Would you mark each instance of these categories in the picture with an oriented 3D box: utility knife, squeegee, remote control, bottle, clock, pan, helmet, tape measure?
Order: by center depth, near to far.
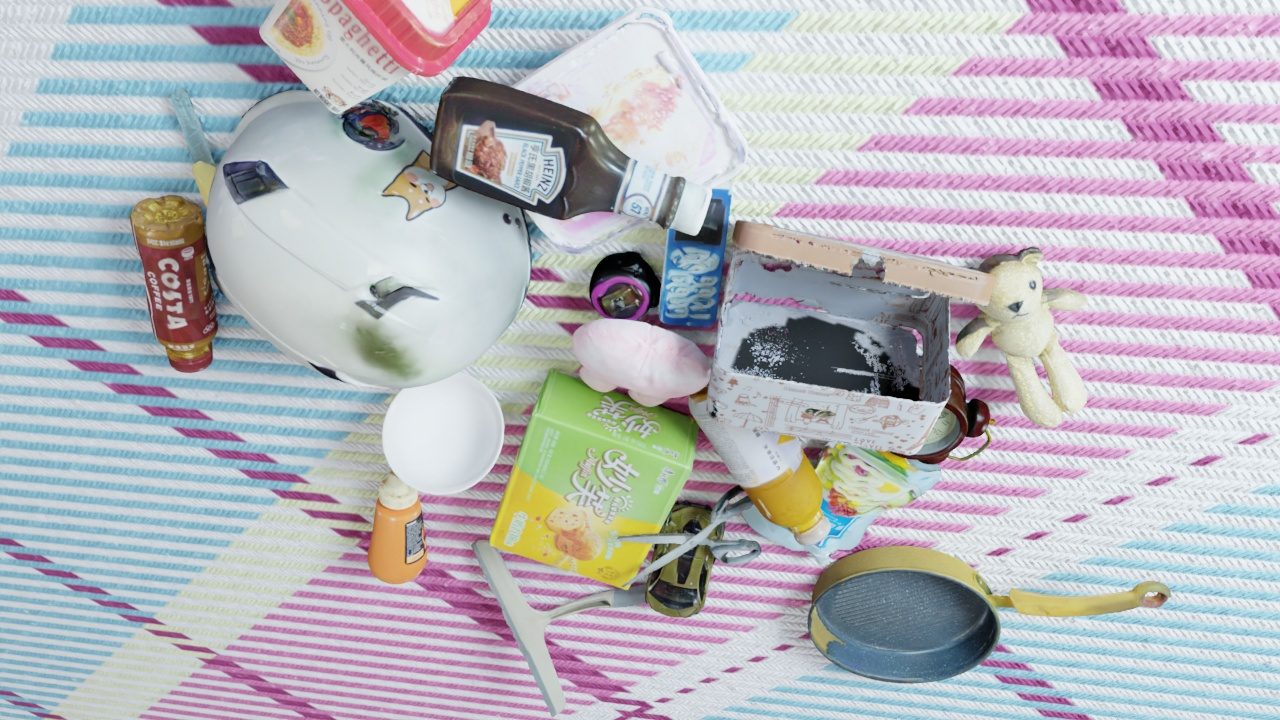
[{"bbox_3d":[-0.047,-0.135,0.644,0.195,0.043,0.080,18,131,-5],"label":"bottle"},{"bbox_3d":[-0.232,-0.075,0.734,0.274,0.156,0.231,30,128,-13],"label":"helmet"},{"bbox_3d":[0.043,-0.087,0.740,0.049,0.024,0.125,3,119,-4],"label":"remote control"},{"bbox_3d":[-0.015,-0.060,0.776,0.058,0.039,0.057,-21,122,26],"label":"tape measure"},{"bbox_3d":[0.252,0.049,0.800,0.122,0.055,0.082,33,127,-17],"label":"clock"},{"bbox_3d":[-0.367,-0.135,0.802,0.031,0.022,0.217,3,136,8],"label":"utility knife"},{"bbox_3d":[0.115,0.090,0.839,0.068,0.067,0.189,-24,112,27],"label":"bottle"},{"bbox_3d":[-0.425,-0.065,0.846,0.057,0.057,0.175,14,130,0],"label":"bottle"},{"bbox_3d":[0.341,0.256,0.936,0.358,0.078,0.198,-26,120,29],"label":"pan"},{"bbox_3d":[-0.268,0.179,1.014,0.067,0.066,0.150,12,123,2],"label":"bottle"},{"bbox_3d":[-0.036,0.279,1.060,0.247,0.039,0.246,-18,105,16],"label":"squeegee"}]

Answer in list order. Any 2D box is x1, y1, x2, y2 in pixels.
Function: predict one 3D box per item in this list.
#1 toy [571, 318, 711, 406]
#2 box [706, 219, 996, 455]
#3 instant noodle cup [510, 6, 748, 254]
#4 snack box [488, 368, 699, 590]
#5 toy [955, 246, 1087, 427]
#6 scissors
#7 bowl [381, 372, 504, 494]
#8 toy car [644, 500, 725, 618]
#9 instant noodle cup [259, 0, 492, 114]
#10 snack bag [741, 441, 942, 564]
[{"bbox_3d":[-0.005,0.005,0.794,0.121,0.054,0.160,19,163,-8],"label":"toy"},{"bbox_3d":[0.152,-0.045,0.684,0.182,0.151,0.175,9,148,4],"label":"box"},{"bbox_3d":[-0.020,-0.170,0.675,0.174,0.060,0.138,-22,121,28],"label":"instant noodle cup"},{"bbox_3d":[-0.050,0.125,0.915,0.157,0.069,0.211,20,130,-4],"label":"snack box"},{"bbox_3d":[0.308,-0.016,0.729,0.105,0.066,0.157,-23,114,21],"label":"toy"},{"bbox_3d":[0.056,0.174,0.904,0.179,0.014,0.160,12,122,-33],"label":"scissors"},{"bbox_3d":[-0.184,0.074,0.896,0.118,0.118,0.065,6,169,7],"label":"bowl"},{"bbox_3d":[0.046,0.216,0.976,0.070,0.042,0.158,11,118,3],"label":"toy car"},{"bbox_3d":[-0.184,-0.241,0.626,0.124,0.116,0.116,-19,124,39],"label":"instant noodle cup"},{"bbox_3d":[0.191,0.133,0.895,0.110,0.038,0.192,27,131,-14],"label":"snack bag"}]
